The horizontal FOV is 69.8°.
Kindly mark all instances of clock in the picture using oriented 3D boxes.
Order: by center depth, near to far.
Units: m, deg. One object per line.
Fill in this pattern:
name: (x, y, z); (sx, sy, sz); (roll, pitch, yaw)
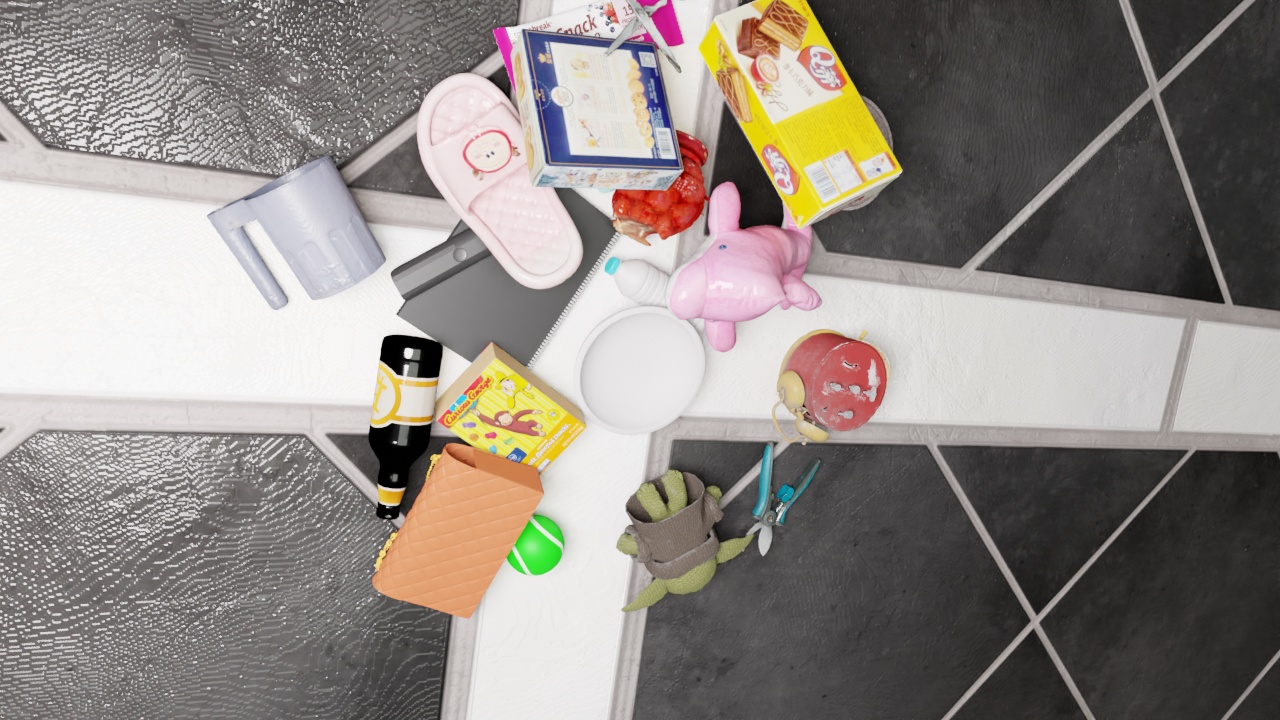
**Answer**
clock: (0.226, 0.036, 1.103); (0.158, 0.081, 0.117); (-37, 115, -13)

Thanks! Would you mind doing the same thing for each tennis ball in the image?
tennis ball: (-0.115, 0.199, 0.990); (0.065, 0.065, 0.065); (-6, 104, -24)

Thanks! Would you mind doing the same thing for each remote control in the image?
remote control: (-0.175, -0.107, 0.902); (0.146, 0.015, 0.033); (-32, 112, -14)

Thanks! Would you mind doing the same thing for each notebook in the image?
notebook: (-0.129, -0.092, 0.943); (0.149, 0.016, 0.206); (35, 86, -26)

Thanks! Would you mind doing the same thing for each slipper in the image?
slipper: (-0.134, -0.169, 0.879); (0.106, 0.056, 0.221); (-32, 94, -11)

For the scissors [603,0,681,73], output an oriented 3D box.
scissors: (0.007, -0.350, 0.910); (0.141, 0.014, 0.174); (39, 58, 1)

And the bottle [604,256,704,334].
bottle: (0.020, -0.074, 1.001); (0.136, 0.044, 0.044); (27, 89, -28)

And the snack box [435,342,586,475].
snack box: (-0.134, 0.056, 0.949); (0.088, 0.040, 0.126); (-46, 117, 9)

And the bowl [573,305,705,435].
bowl: (-0.006, 0.006, 1.004); (0.149, 0.043, 0.150); (-7, 114, -17)

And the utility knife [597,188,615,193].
utility knife: (-0.073, -0.241, 0.935); (0.022, 0.015, 0.165); (-41, 113, -18)

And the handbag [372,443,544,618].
handbag: (-0.190, 0.170, 0.941); (0.108, 0.060, 0.172); (23, 109, -26)

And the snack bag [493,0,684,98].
snack bag: (-0.048, -0.325, 0.922); (0.196, 0.016, 0.070); (-25, 106, -20)

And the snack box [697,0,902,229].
snack box: (0.166, -0.265, 0.963); (0.110, 0.062, 0.230); (-27, 86, -17)

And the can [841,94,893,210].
can: (0.225, -0.238, 1.053); (0.129, 0.044, 0.130); (-4, 100, -26)

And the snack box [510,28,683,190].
snack box: (-0.042, -0.237, 0.876); (0.144, 0.043, 0.144); (-3, 74, -25)

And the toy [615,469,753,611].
toy: (0.040, 0.199, 1.056); (0.179, 0.078, 0.153); (-26, 120, -18)

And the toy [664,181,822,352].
toy: (0.131, -0.090, 0.968); (0.264, 0.128, 0.187); (-30, 129, -49)

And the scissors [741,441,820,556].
scissors: (0.166, 0.164, 1.141); (0.154, 0.019, 0.124); (-39, 114, -14)

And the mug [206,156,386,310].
mug: (-0.308, -0.110, 0.827); (0.124, 0.083, 0.104); (-23, 115, 7)

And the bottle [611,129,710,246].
bottle: (0.024, -0.174, 0.958); (0.099, 0.099, 0.111); (25, 77, -28)

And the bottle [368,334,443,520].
bottle: (-0.237, 0.068, 0.905); (0.059, 0.059, 0.182); (6, 99, -26)
